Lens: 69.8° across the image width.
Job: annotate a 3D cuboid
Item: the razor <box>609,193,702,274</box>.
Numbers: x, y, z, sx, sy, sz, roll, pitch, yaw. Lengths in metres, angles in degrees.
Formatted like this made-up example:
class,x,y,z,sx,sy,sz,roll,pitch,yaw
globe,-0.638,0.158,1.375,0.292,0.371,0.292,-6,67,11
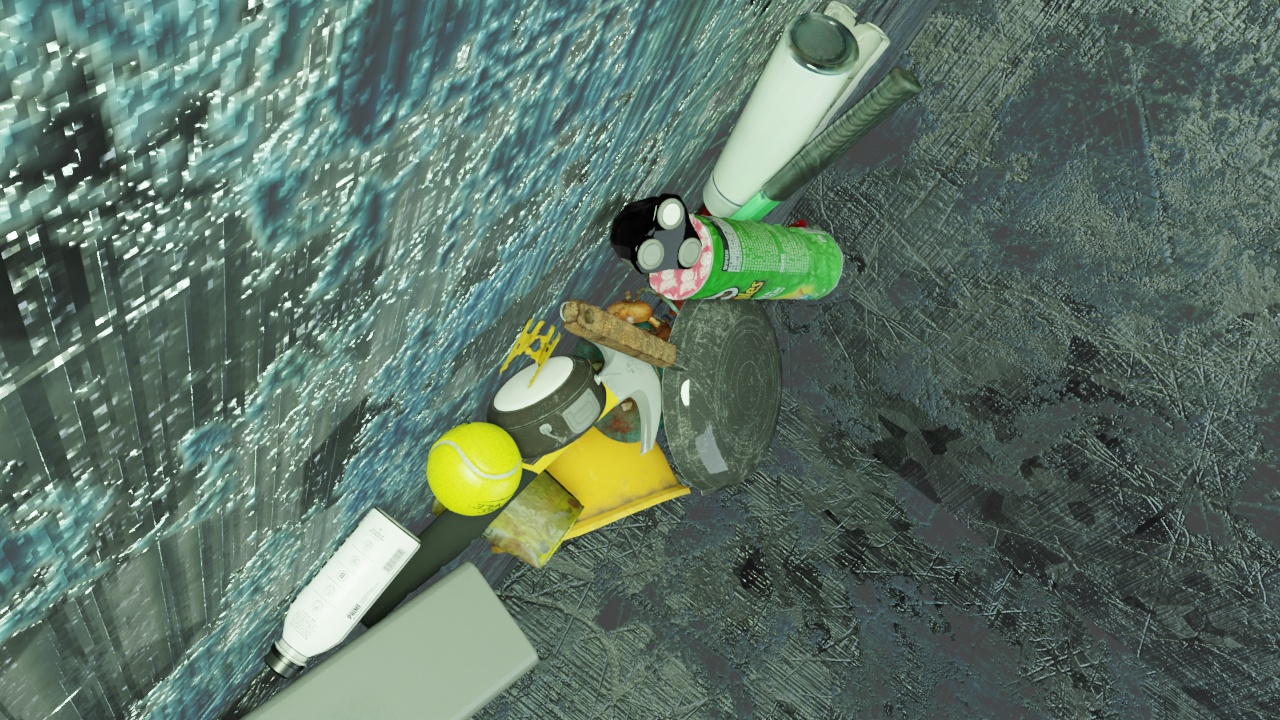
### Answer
class,x,y,z,sx,sy,sz,roll,pitch,yaw
razor,0.003,-0.090,0.678,0.057,0.060,0.156,-64,-165,1

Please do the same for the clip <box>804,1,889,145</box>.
class,x,y,z,sx,sy,sz,roll,pitch,yaw
clip,0.186,-0.281,0.905,0.127,0.110,0.150,-52,167,33

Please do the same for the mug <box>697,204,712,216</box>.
class,x,y,z,sx,sy,sz,roll,pitch,yaw
mug,0.078,-0.120,1.054,0.097,0.080,0.116,-54,169,24

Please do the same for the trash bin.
class,x,y,z,sx,sy,sz,roll,pitch,yaw
trash bin,-0.201,0.261,0.663,0.219,0.097,0.192,-33,169,-28

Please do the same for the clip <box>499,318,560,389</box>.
class,x,y,z,sx,sy,sz,roll,pitch,yaw
clip,-0.074,-0.009,0.664,0.048,0.046,0.054,-9,142,-46

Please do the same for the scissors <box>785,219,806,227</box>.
class,x,y,z,sx,sy,sz,roll,pitch,yaw
scissors,0.121,-0.170,1.119,0.200,0.015,0.179,-7,-106,45

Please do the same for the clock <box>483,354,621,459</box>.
class,x,y,z,sx,sy,sz,roll,pitch,yaw
clock,-0.076,0.031,0.699,0.123,0.044,0.091,3,-140,48

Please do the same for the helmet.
class,x,y,z,sx,sy,sz,roll,pitch,yaw
helmet,-0.073,0.119,0.996,0.204,0.131,0.256,-14,172,-36

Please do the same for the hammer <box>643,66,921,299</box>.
class,x,y,z,sx,sy,sz,roll,pitch,yaw
hammer,0.121,-0.152,0.846,0.130,0.032,0.320,-4,153,-48

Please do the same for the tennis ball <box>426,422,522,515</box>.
class,x,y,z,sx,sy,sz,roll,pitch,yaw
tennis ball,-0.116,0.076,0.645,0.065,0.065,0.065,-52,176,-6

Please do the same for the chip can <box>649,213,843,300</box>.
class,x,y,z,sx,sy,sz,roll,pitch,yaw
chip can,0.099,-0.090,0.822,0.222,0.075,0.076,-3,136,-50

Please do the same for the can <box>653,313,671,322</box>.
class,x,y,z,sx,sy,sz,roll,pitch,yaw
can,-0.003,-0.008,1.195,0.127,0.064,0.064,-52,176,-10

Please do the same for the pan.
class,x,y,z,sx,sy,sz,roll,pitch,yaw
pan,0.046,0.006,0.808,0.356,0.040,0.207,24,72,-56

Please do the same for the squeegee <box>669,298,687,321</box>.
class,x,y,z,sx,sy,sz,roll,pitch,yaw
squeegee,0.073,-0.104,1.300,0.185,0.055,0.248,121,-10,-57

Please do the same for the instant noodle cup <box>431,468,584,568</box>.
class,x,y,z,sx,sy,sz,roll,pitch,yaw
instant noodle cup,-0.112,0.125,0.806,0.102,0.108,0.102,-54,175,-7

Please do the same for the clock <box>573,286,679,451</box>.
class,x,y,z,sx,sy,sz,roll,pitch,yaw
clock,-0.005,0.005,0.884,0.073,0.121,0.158,-19,138,-44

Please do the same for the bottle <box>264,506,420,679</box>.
class,x,y,z,sx,sy,sz,roll,pitch,yaw
bottle,-0.195,0.152,0.593,0.115,0.041,0.041,-51,176,-15

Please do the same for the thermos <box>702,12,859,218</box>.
class,x,y,z,sx,sy,sz,roll,pitch,yaw
thermos,0.120,-0.210,0.838,0.067,0.068,0.231,-50,176,-28

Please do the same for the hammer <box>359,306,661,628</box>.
class,x,y,z,sx,sy,sz,roll,pitch,yaw
hammer,-0.104,0.094,0.754,0.322,0.127,0.029,-42,180,-26
